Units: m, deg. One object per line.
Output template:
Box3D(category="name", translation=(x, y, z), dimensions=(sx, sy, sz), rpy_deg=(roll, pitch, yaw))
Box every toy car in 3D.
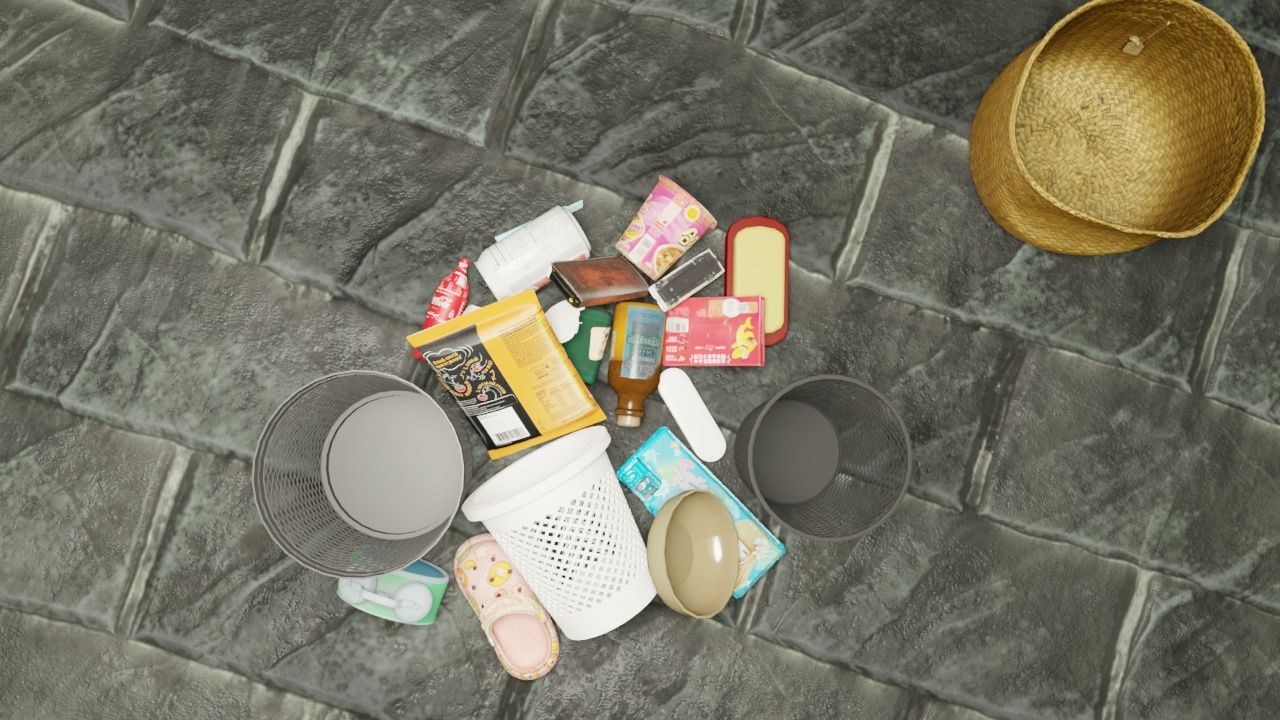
Box3D(category="toy car", translation=(0.058, -0.102, 1.187), dimensions=(0.112, 0.039, 0.039), rpy_deg=(-35, 89, -29))

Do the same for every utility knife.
Box3D(category="utility knife", translation=(-0.131, -0.180, 1.209), dimensions=(0.126, 0.015, 0.022), rpy_deg=(-27, 84, -8))

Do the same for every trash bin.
Box3D(category="trash bin", translation=(0.202, 0.114, 1.113), dimensions=(0.184, 0.210, 0.184), rpy_deg=(0, 86, -4))
Box3D(category="trash bin", translation=(-0.081, 0.215, 1.113), dimensions=(0.195, 0.195, 0.199), rpy_deg=(-29, 98, -5))
Box3D(category="trash bin", translation=(-0.302, 0.126, 1.071), dimensions=(0.217, 0.227, 0.217), rpy_deg=(0, 86, -4))

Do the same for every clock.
Box3D(category="clock", translation=(-0.299, 0.274, 1.096), dimensions=(0.122, 0.162, 0.075), rpy_deg=(20, 84, -3))

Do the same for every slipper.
Box3D(category="slipper", translation=(-0.163, 0.309, 1.145), dimensions=(0.093, 0.081, 0.197), rpy_deg=(-27, 91, -6))

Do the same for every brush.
Box3D(category="brush", translation=(0.154, -0.104, 1.208), dimensions=(0.082, 0.042, 0.173), rpy_deg=(2, 86, -4))

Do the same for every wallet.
Box3D(category="wallet", translation=(-0.052, -0.100, 1.153), dimensions=(0.122, 0.020, 0.072), rpy_deg=(-12, 54, -44))

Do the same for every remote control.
Box3D(category="remote control", translation=(0.067, 0.071, 1.206), dimensions=(0.043, 0.013, 0.136), rpy_deg=(-31, 89, -5))

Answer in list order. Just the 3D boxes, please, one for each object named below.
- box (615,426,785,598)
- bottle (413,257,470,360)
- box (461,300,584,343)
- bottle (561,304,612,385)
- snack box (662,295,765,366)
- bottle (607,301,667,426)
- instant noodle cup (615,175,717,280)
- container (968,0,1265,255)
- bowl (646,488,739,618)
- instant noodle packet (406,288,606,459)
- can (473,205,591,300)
Box3D(category="box", translation=(0.077, 0.195, 1.185), dimensions=(0.094, 0.041, 0.227), rpy_deg=(-45, 90, -5))
Box3D(category="bottle", translation=(-0.250, -0.064, 1.179), dimensions=(0.042, 0.042, 0.141), rpy_deg=(21, 85, -2))
Box3D(category="box", translation=(-0.155, -0.036, 1.137), dimensions=(0.140, 0.142, 0.083), rpy_deg=(17, 42, -20))
Box3D(category="bottle", translation=(-0.071, -0.039, 1.179), dimensions=(0.061, 0.061, 0.131), rpy_deg=(15, 86, -1))
Box3D(category="snack box", translation=(0.094, -0.037, 1.181), dimensions=(0.133, 0.021, 0.089), rpy_deg=(0, 87, 24))
Box3D(category="bottle", translation=(-0.007, 0.007, 1.178), dimensions=(0.068, 0.068, 0.157), rpy_deg=(7, 86, -3))
Box3D(category="instant noodle cup", translation=(0.027, -0.166, 1.183), dimensions=(0.097, 0.097, 0.108), rpy_deg=(41, 93, -1))
Box3D(category="container", translation=(0.586, -0.289, 1.171), dimensions=(0.307, 0.196, 0.307), rpy_deg=(0, 88, -3))
Box3D(category="bowl", translation=(0.056, 0.233, 1.110), dimensions=(0.051, 0.152, 0.152), rpy_deg=(-11, 86, 40))
Box3D(category="instant noodle packet", translation=(-0.156, 0.024, 1.113), dimensions=(0.160, 0.032, 0.221), rpy_deg=(-20, 128, 9))
Box3D(category="can", translation=(-0.137, -0.133, 1.172), dimensions=(0.136, 0.078, 0.078), rpy_deg=(-32, 89, -5))
